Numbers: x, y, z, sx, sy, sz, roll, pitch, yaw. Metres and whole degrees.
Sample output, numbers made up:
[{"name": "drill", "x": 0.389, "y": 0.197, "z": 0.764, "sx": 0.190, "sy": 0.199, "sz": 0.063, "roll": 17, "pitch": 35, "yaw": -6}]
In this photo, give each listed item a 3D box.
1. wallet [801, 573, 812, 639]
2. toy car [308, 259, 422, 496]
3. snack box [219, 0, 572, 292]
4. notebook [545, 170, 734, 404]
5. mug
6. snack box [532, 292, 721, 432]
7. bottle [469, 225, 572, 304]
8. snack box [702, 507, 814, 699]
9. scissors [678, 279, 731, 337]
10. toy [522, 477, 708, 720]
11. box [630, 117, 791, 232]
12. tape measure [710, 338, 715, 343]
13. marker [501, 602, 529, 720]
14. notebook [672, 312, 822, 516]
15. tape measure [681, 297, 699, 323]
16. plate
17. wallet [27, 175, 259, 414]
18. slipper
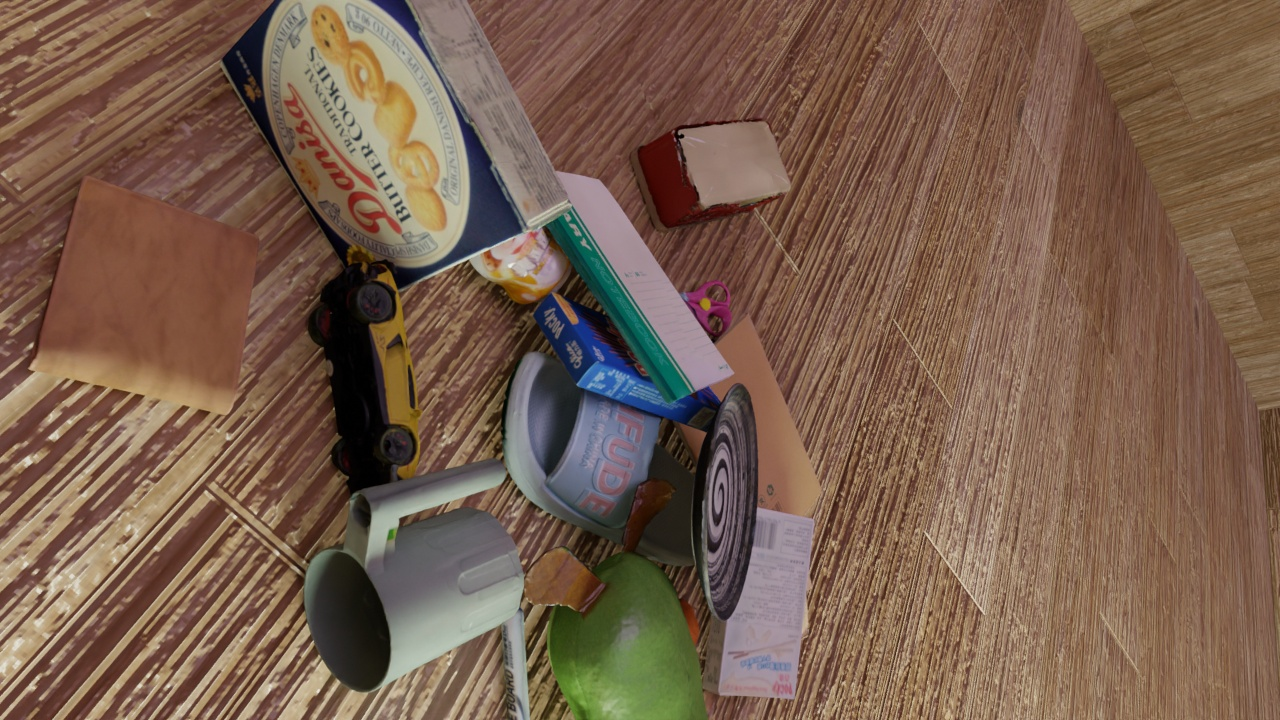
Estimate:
[{"name": "wallet", "x": 0.128, "y": 0.203, "z": 0.841, "sx": 0.087, "sy": 0.024, "sz": 0.115, "roll": -1, "pitch": 85, "yaw": -47}, {"name": "toy car", "x": -0.166, "y": 0.015, "z": 0.565, "sx": 0.041, "sy": 0.071, "sz": 0.155, "roll": -5, "pitch": 83, "yaw": -44}, {"name": "snack box", "x": -0.151, "y": -0.137, "z": 0.548, "sx": 0.045, "sy": 0.183, "sz": 0.178, "roll": -41, "pitch": 107, "yaw": -44}, {"name": "notebook", "x": -0.009, "y": -0.064, "z": 0.723, "sx": 0.209, "sy": 0.012, "sz": 0.150, "roll": 56, "pitch": 21, "yaw": 7}, {"name": "mug", "x": -0.128, "y": 0.120, "z": 0.542, "sx": 0.103, "sy": 0.084, "sz": 0.124, "roll": -11, "pitch": 123, "yaw": -51}, {"name": "snack box", "x": -0.004, "y": 0.004, "z": 0.705, "sx": 0.157, "sy": 0.026, "sz": 0.084, "roll": 22, "pitch": 25, "yaw": -45}, {"name": "bottle", "x": -0.102, "y": -0.091, "z": 0.676, "sx": 0.108, "sy": 0.063, "sz": 0.063, "roll": 40, "pitch": 51, "yaw": -30}, {"name": "snack box", "x": 0.103, "y": 0.207, "z": 0.789, "sx": 0.084, "sy": 0.027, "sz": 0.156, "roll": 16, "pitch": 77, "yaw": -30}, {"name": "scissors", "x": 0.038, "y": -0.054, "z": 0.851, "sx": 0.133, "sy": 0.017, "sz": 0.057, "roll": 8, "pitch": 81, "yaw": -42}, {"name": "toy", "x": -0.007, "y": 0.218, "z": 0.644, "sx": 0.226, "sy": 0.090, "sz": 0.247, "roll": -27, "pitch": 107, "yaw": -56}, {"name": "box", "x": 0.079, "y": -0.184, "z": 0.893, "sx": 0.167, "sy": 0.077, "sz": 0.091, "roll": -22, "pitch": 92, "yaw": -48}, {"name": "tape measure", "x": 0.070, "y": 0.016, "z": 0.853, "sx": 0.054, "sy": 0.025, "sz": 0.058, "roll": 39, "pitch": 59, "yaw": -38}, {"name": "marker", "x": -0.082, "y": 0.238, "z": 0.619, "sx": 0.016, "sy": 0.017, "sz": 0.145, "roll": 8, "pitch": 71, "yaw": -46}, {"name": "notebook", "x": 0.101, "y": 0.080, "z": 0.852, "sx": 0.147, "sy": 0.008, "sz": 0.208, "roll": -42, "pitch": 115, "yaw": -41}, {"name": "tape measure", "x": 0.023, "y": -0.029, "z": 0.808, "sx": 0.057, "sy": 0.039, "sz": 0.057, "roll": 24, "pitch": 55, "yaw": -36}, {"name": "plate", "x": 0.062, "y": 0.106, "z": 0.696, "sx": 0.179, "sy": 0.024, "sz": 0.179, "roll": 3, "pitch": 90, "yaw": -71}, {"name": "wallet", "x": -0.269, "y": -0.035, "z": 0.511, "sx": 0.101, "sy": 0.020, "sz": 0.115, "roll": 22, "pitch": 59, "yaw": -40}, {"name": "slipper", "x": -0.011, "y": 0.085, "z": 0.706, "sx": 0.245, "sy": 0.074, "sz": 0.103, "roll": 40, "pitch": 52, "yaw": -33}]
